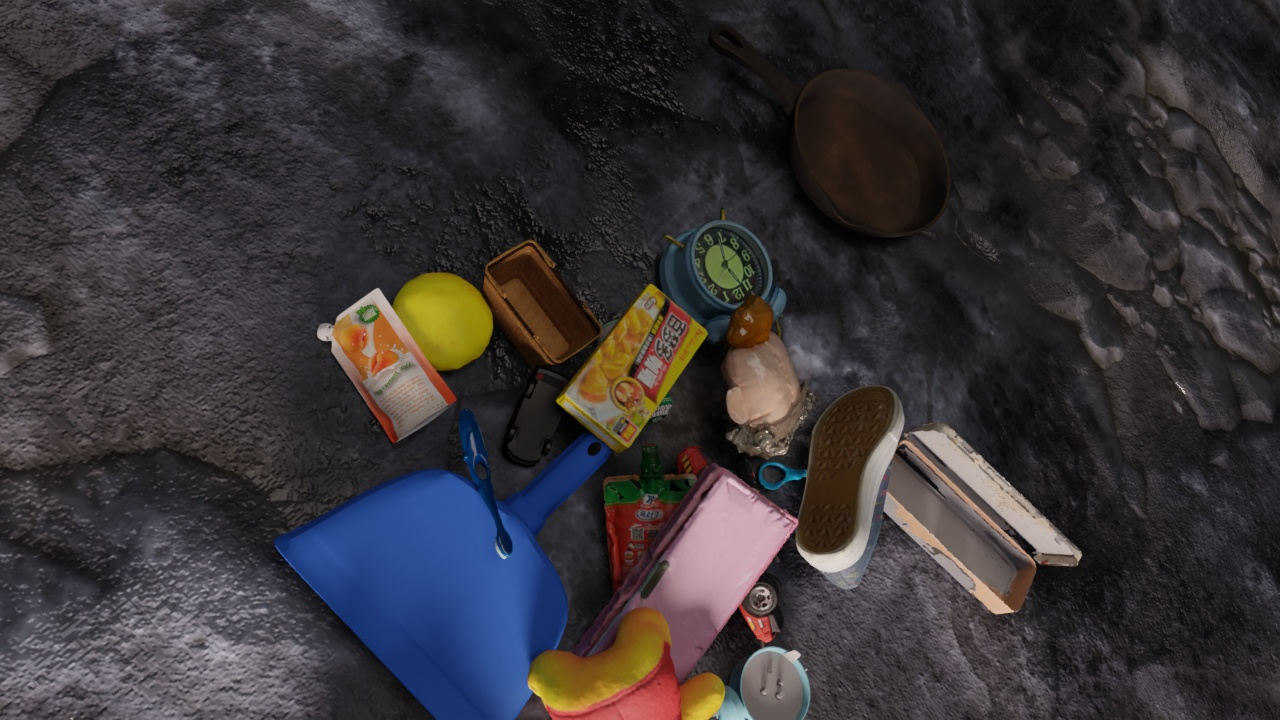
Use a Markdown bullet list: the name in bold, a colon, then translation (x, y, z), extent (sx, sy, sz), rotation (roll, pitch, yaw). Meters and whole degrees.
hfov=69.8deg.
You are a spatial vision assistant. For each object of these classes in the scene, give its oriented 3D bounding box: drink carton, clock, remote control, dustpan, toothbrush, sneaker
- **drink carton**: translation (-0.222, 0.004, 0.797), extent (0.069, 0.039, 0.122), rotation (-35, 88, 2)
- **clock**: translation (0.108, 0.316, 0.831), extent (0.087, 0.042, 0.122), rotation (40, 58, -6)
- **remote control**: translation (0.111, 0.140, 0.874), extent (0.124, 0.010, 0.039), rotation (-101, 165, -56)
- **dustpan**: translation (-0.119, 0.152, 0.772), extent (0.257, 0.060, 0.245), rotation (-43, 92, -17)
- **toothbrush**: translation (-0.127, 0.099, 0.747), extent (0.021, 0.016, 0.132), rotation (-7, 64, -30)
- **sneaker**: translation (0.215, 0.126, 0.934), extent (0.079, 0.088, 0.234), rotation (62, 40, -35)
- **clock**: translation (0.091, -0.075, 0.965), extent (0.117, 0.060, 0.162), rotation (-33, 90, -33)

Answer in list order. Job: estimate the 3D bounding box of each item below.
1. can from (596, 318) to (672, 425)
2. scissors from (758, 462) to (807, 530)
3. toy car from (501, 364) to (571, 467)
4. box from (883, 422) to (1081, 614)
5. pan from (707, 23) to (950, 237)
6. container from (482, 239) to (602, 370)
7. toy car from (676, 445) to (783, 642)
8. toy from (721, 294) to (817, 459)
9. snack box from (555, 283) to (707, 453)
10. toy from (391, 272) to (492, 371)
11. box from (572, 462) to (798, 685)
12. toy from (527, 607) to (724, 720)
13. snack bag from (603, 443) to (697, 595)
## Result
- **can**: translation (-0.006, 0.012, 0.889), extent (0.053, 0.053, 0.101), rotation (-13, 77, -28)
- **scissors**: translation (0.184, 0.130, 0.959), extent (0.133, 0.015, 0.103), rotation (-18, 75, -34)
- **toy car**: translation (-0.096, 0.052, 0.842), extent (0.042, 0.036, 0.091), rotation (24, 86, -18)
- **box**: translation (0.346, 0.173, 0.981), extent (0.216, 0.095, 0.107), rotation (43, 83, -5)
- **pan**: translation (0.223, -0.284, 1.116), extent (0.356, 0.043, 0.248), rotation (34, 60, -9)
- **container**: translation (-0.099, -0.046, 0.863), extent (0.063, 0.061, 0.114), rotation (-37, 88, -31)
- **toy car**: translation (0.085, 0.168, 0.858), extent (0.056, 0.081, 0.189), rotation (-26, 79, 9)
- **toy**: translation (0.114, 0.020, 0.906), extent (0.132, 0.076, 0.176), rotation (-40, 125, -50)
- **snack box**: translation (-0.005, 0.005, 0.843), extent (0.075, 0.025, 0.151), rotation (40, 59, -6)
- **toy**: translation (-0.180, -0.036, 0.834), extent (0.095, 0.041, 0.094), rotation (-9, 80, -28)
- **box**: translation (0.033, 0.204, 0.774), extent (0.098, 0.046, 0.233), rotation (37, 91, -8)
- **toy**: translation (0.006, 0.310, 0.726), extent (0.147, 0.098, 0.216), rotation (-24, 105, 5)
- **snack bag**: translation (0.011, 0.153, 0.824), extent (0.087, 0.044, 0.155), rotation (-3, 88, 5)
